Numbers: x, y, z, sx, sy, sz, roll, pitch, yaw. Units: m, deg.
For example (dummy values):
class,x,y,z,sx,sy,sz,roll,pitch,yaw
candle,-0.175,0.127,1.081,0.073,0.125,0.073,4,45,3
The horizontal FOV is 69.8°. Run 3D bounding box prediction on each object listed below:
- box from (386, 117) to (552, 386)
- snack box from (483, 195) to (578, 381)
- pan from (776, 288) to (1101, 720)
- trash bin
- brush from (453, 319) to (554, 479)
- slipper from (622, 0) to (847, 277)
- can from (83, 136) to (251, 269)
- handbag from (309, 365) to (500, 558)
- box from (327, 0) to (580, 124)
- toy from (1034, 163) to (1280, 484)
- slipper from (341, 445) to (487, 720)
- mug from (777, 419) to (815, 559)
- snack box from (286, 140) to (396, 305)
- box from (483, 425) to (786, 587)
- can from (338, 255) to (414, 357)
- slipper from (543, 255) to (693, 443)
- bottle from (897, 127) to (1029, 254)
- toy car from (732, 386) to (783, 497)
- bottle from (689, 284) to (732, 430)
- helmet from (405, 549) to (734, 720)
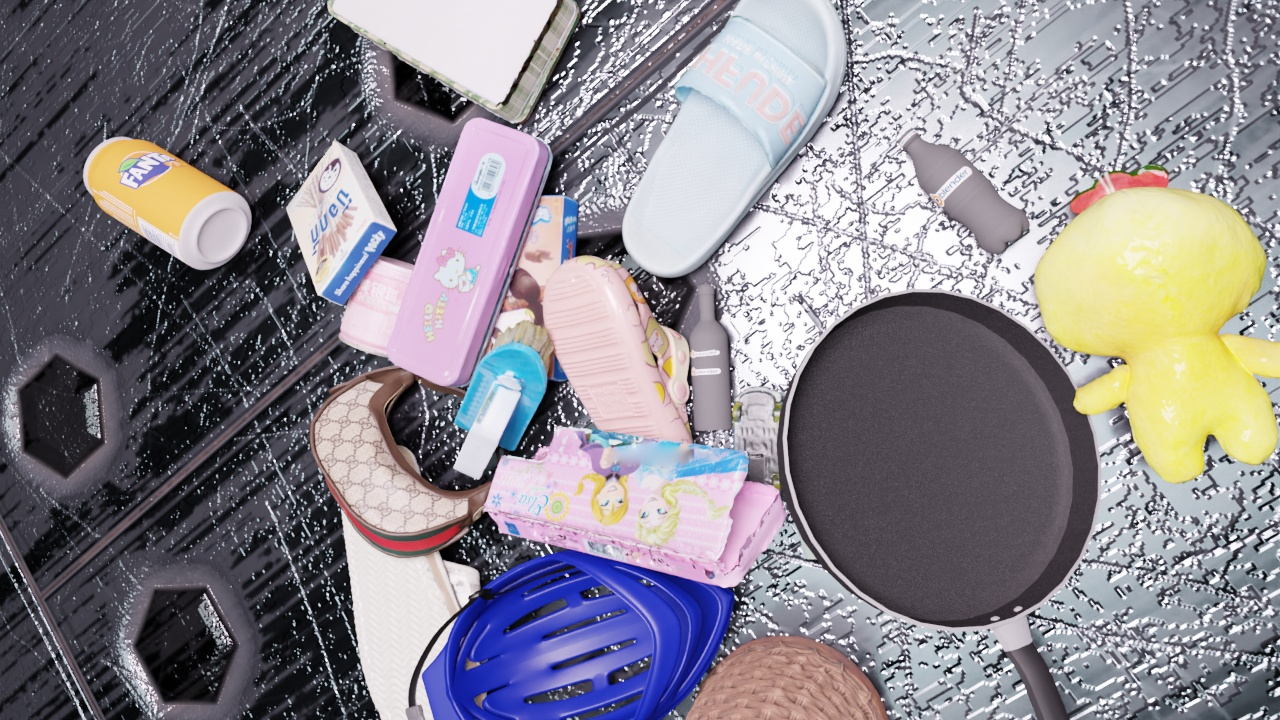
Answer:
class,x,y,z,sx,sy,sz,roll,pitch,yaw
box,-0.138,-0.085,0.740,0.076,0.036,0.214,23,96,17
snack box,-0.101,-0.060,0.766,0.087,0.034,0.151,3,90,19
pan,0.220,0.124,0.603,0.225,0.034,0.356,-17,80,-15
trash bin,0.086,0.286,0.612,0.151,0.209,0.151,0,91,18
brush,-0.108,0.031,0.710,0.055,0.075,0.136,25,141,-7
slipper,0.065,-0.172,0.690,0.104,0.074,0.246,36,102,14
can,-0.440,-0.148,0.855,0.142,0.079,0.079,30,99,16
handbag,-0.194,0.075,0.768,0.138,0.063,0.166,-31,67,-24
box,-0.159,-0.297,0.779,0.205,0.050,0.118,31,97,15
toy,0.336,-0.028,0.591,0.134,0.092,0.207,-19,87,20
slipper,-0.194,0.201,0.788,0.115,0.054,0.272,-26,73,15
mug,0.158,0.079,0.664,0.111,0.084,0.104,-13,80,-10
snack box,-0.259,-0.121,0.786,0.082,0.026,0.150,-49,46,13
box,-0.017,0.093,0.667,0.231,0.084,0.077,4,124,38
can,-0.216,-0.047,0.787,0.067,0.067,0.076,21,97,17
slipper,-0.004,0.004,0.714,0.093,0.081,0.197,-5,114,44
bottle,0.227,-0.123,0.655,0.036,0.036,0.110,-44,77,13
toy car,0.091,0.064,0.705,0.039,0.027,0.089,0,89,20
bottle,0.054,-0.003,0.716,0.030,0.030,0.113,-3,89,18
helmet,-0.057,0.213,0.650,0.242,0.227,0.147,-21,79,11
